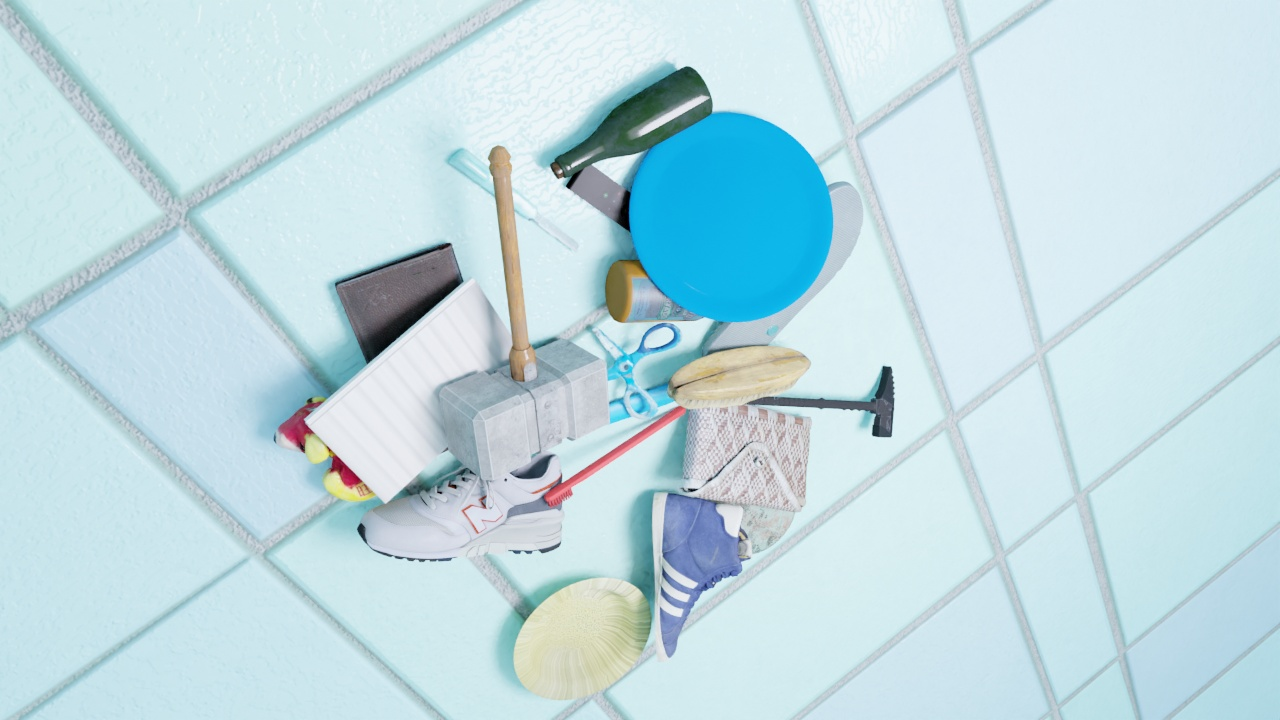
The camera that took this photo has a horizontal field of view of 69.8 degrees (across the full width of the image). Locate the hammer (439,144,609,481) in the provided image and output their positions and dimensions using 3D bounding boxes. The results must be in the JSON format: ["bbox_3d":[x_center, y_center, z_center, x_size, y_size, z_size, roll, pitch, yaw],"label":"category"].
[{"bbox_3d":[-0.122,-0.054,0.899,0.162,0.083,0.318,-24,126,-33],"label":"hammer"}]

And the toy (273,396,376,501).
[{"bbox_3d":[-0.294,0.088,0.933,0.105,0.067,0.137,-44,131,-1],"label":"toy"}]

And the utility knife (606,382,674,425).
[{"bbox_3d":[-0.027,0.057,1.071,0.221,0.015,0.031,-18,115,-21],"label":"utility knife"}]

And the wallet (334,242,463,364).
[{"bbox_3d":[-0.230,-0.052,0.916,0.119,0.031,0.099,-21,117,-14],"label":"wallet"}]

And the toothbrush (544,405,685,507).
[{"bbox_3d":[-0.025,0.110,1.062,0.212,0.012,0.018,-31,124,-30],"label":"toothbrush"}]

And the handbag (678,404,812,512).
[{"bbox_3d":[0.137,0.116,1.131,0.185,0.047,0.124,13,76,-29],"label":"handbag"}]

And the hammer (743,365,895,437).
[{"bbox_3d":[0.194,0.045,1.145,0.324,0.015,0.095,4,91,-29],"label":"hammer"}]

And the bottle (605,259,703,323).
[{"bbox_3d":[0.044,-0.077,1.011,0.156,0.068,0.068,-3,114,-24],"label":"bottle"}]

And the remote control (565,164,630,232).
[{"bbox_3d":[-0.012,-0.158,0.979,0.150,0.013,0.034,31,97,-33],"label":"remote control"}]

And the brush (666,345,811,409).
[{"bbox_3d":[0.116,0.020,1.072,0.195,0.059,0.043,-10,146,-29],"label":"brush"}]

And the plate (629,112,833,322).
[{"bbox_3d":[0.097,-0.152,0.984,0.224,0.024,0.224,1,87,-10],"label":"plate"}]

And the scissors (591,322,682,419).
[{"bbox_3d":[-0.005,0.006,1.036,0.140,0.011,0.134,-33,112,14],"label":"scissors"}]

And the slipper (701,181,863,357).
[{"bbox_3d":[0.165,-0.096,1.079,0.098,0.054,0.269,21,114,-34],"label":"slipper"}]

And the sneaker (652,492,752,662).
[{"bbox_3d":[0.080,0.274,1.154,0.118,0.091,0.233,0,106,7],"label":"sneaker"}]

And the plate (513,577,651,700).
[{"bbox_3d":[-0.077,0.345,1.167,0.184,0.036,0.185,-10,117,-22],"label":"plate"}]

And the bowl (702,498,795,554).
[{"bbox_3d":[0.146,0.197,1.203,0.157,0.038,0.158,-10,117,-21],"label":"bowl"}]

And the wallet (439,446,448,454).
[{"bbox_3d":[-0.212,0.040,0.975,0.091,0.018,0.116,-23,119,-14],"label":"wallet"}]

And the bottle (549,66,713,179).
[{"bbox_3d":[-0.013,-0.231,0.921,0.174,0.055,0.055,-31,122,-8],"label":"bottle"}]

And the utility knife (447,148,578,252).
[{"bbox_3d":[-0.121,-0.157,0.925,0.166,0.015,0.022,36,95,-31],"label":"utility knife"}]

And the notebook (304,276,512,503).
[{"bbox_3d":[-0.215,0.032,0.925,0.209,0.009,0.143,-44,137,-16],"label":"notebook"}]

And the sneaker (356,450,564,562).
[{"bbox_3d":[-0.181,0.144,1.003,0.239,0.089,0.124,7,105,-37],"label":"sneaker"}]
